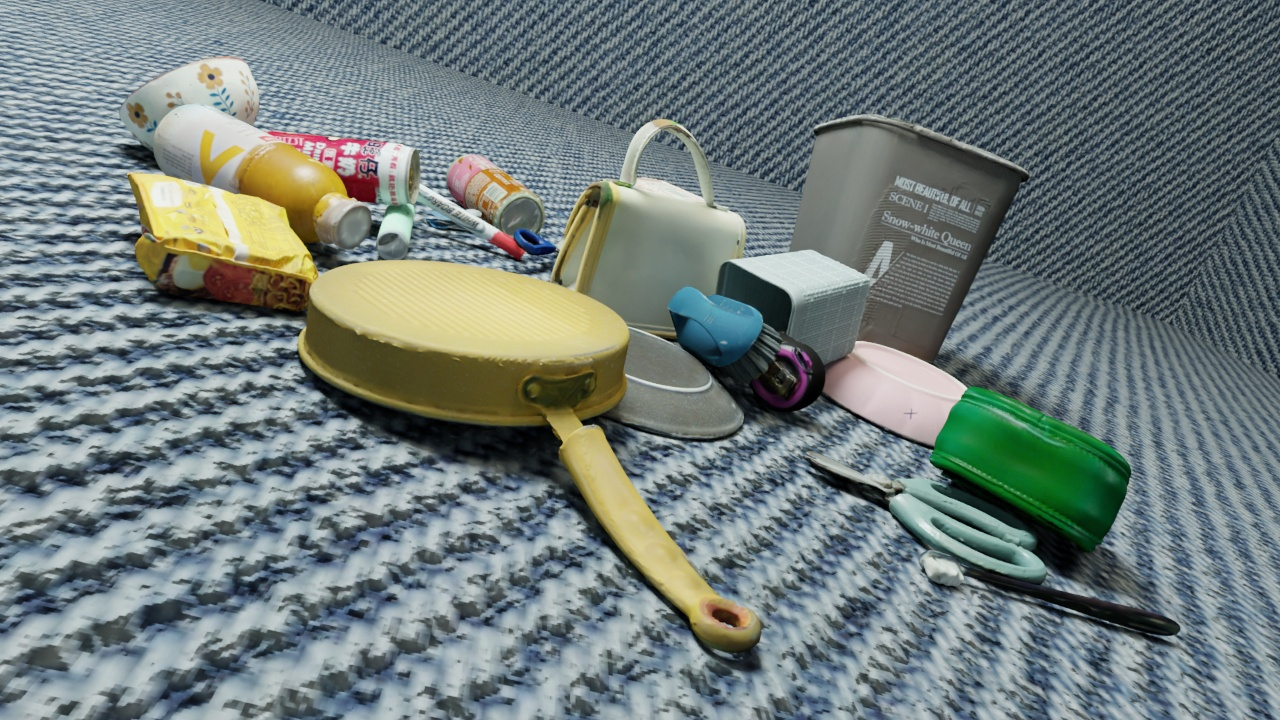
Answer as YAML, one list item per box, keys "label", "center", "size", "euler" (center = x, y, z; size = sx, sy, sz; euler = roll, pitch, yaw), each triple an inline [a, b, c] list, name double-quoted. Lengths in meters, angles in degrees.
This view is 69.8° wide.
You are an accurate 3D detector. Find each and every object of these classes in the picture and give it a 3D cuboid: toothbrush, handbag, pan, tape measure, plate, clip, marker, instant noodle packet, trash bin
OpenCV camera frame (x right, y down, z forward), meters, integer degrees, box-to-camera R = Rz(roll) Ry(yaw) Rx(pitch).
- label: "toothbrush"
  center: [-0.220, -0.132, 0.837]
  size: [0.027, 0.026, 0.224]
  euler: [40, 9, -23]
- label: "toothbrush"
  center: [0.251, 0.145, 0.556]
  size: [0.181, 0.016, 0.018]
  euler: [16, 24, -11]
- label: "handbag"
  center: [0.016, -0.113, 0.791]
  size: [0.163, 0.179, 0.063]
  euler: [6, 20, -38]
- label: "handbag"
  center: [0.285, 0.081, 0.673]
  size: [0.131, 0.068, 0.120]
  euler: [30, -1, 32]
- label: "pan"
  center: [-0.057, 0.029, 0.507]
  size: [0.197, 0.078, 0.358]
  euler: [-4, 24, -40]
- label: "tape measure"
  center: [0.115, 0.012, 0.725]
  size: [0.058, 0.057, 0.039]
  euler: [41, 26, 25]
- label: "plate"
  center: [-0.004, 0.004, 0.676]
  size: [0.179, 0.024, 0.179]
  euler: [19, 17, -6]
- label: "plate"
  center: [0.246, 0.025, 0.864]
  size: [0.192, 0.039, 0.192]
  euler: [18, 18, -6]
- label: "clip"
  center: [-0.184, -0.140, 0.913]
  size: [0.057, 0.032, 0.025]
  euler: [-3, 27, -44]
- label: "marker"
  center: [-0.174, -0.138, 0.867]
  size: [0.145, 0.017, 0.017]
  euler: [30, 15, -16]
- label: "instant noodle packet"
  center: [-0.269, -0.077, 0.590]
  size: [0.110, 0.044, 0.128]
  euler: [14, 21, -39]
- label: "trash bin"
  center: [0.264, -0.127, 0.993]
  size: [0.199, 0.220, 0.198]
  euler: [17, 5, -12]

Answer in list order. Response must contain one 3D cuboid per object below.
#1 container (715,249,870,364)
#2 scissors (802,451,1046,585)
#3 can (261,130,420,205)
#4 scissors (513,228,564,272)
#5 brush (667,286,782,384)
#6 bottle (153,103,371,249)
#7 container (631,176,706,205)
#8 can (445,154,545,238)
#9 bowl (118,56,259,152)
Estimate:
- label: "container"
  center: [0.134, -0.044, 0.813]
  size: [0.111, 0.090, 0.090]
  euler: [-16, 36, -36]
- label: "scissors"
  center: [0.193, 0.096, 0.634]
  size: [0.180, 0.019, 0.142]
  euler: [26, 19, 22]
- label: "can"
  center: [-0.262, -0.166, 0.797]
  size: [0.133, 0.053, 0.053]
  euler: [5, 19, -2]
- label: "scissors"
  center: [-0.090, -0.116, 0.924]
  size: [0.132, 0.012, 0.172]
  euler: [30, 15, -31]
- label: "brush"
  center: [0.058, -0.028, 0.731]
  size: [0.073, 0.055, 0.144]
  euler: [40, -1, -17]
- label: "bottle"
  center: [-0.290, -0.138, 0.707]
  size: [0.189, 0.068, 0.067]
  euler: [27, 19, 19]
- label: "container"
  center: [0.013, -0.115, 0.903]
  size: [0.090, 0.111, 0.090]
  euler: [28, 19, 22]
- label: "can"
  center: [-0.156, -0.173, 0.976]
  size: [0.057, 0.058, 0.147]
  euler: [7, 22, -36]
- label: "bowl"
  center: [-0.378, -0.206, 0.790]
  size: [0.062, 0.114, 0.113]
  euler: [63, 17, -8]
